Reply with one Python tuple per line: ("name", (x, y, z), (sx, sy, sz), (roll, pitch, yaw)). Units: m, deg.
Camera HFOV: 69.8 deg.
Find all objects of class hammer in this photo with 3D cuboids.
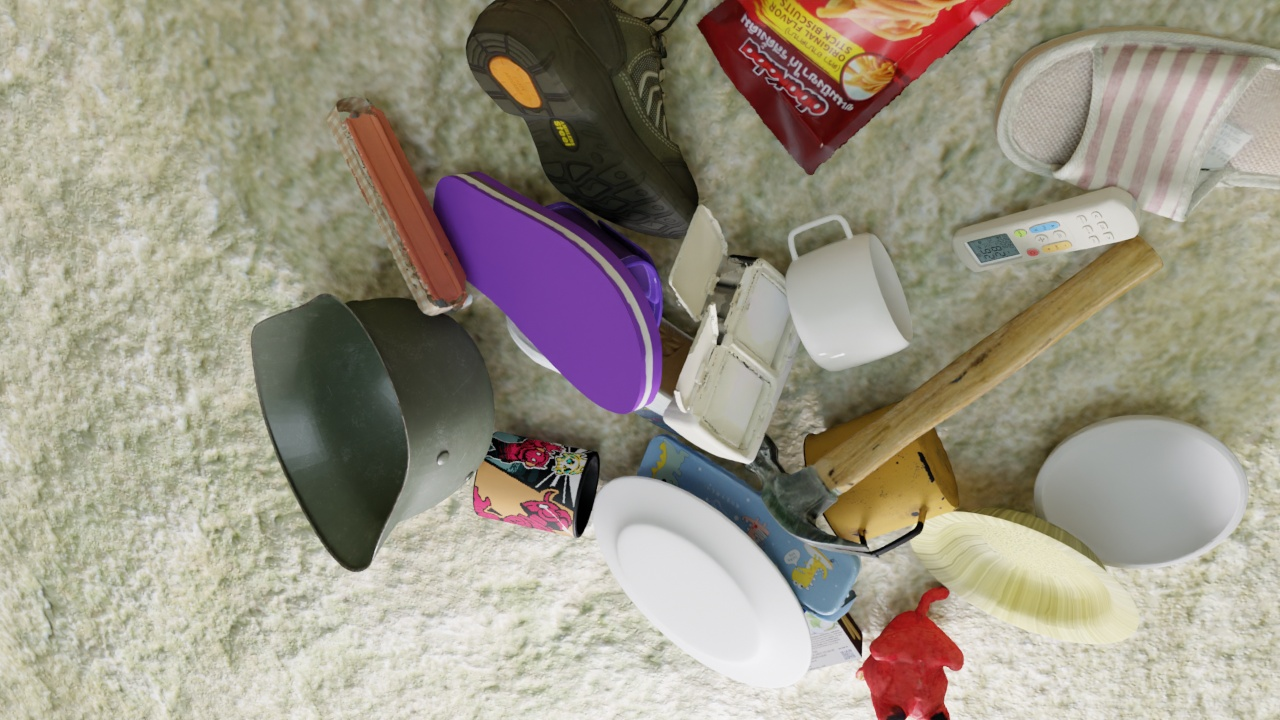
("hammer", (0.232, 0.023, 0.680), (0.331, 0.132, 0.033), (-38, 140, 11))

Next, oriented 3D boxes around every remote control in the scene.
("remote control", (0.282, -0.090, 0.646), (0.126, 0.018, 0.038), (-12, 133, 47))

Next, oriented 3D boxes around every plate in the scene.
("plate", (0.324, 0.170, 0.774), (0.184, 0.036, 0.185), (28, 153, 15))
("plate", (0.045, 0.206, 0.826), (0.243, 0.016, 0.243), (29, 140, 27))

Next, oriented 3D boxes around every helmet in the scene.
("helmet", (-0.213, 0.040, 0.795), (0.227, 0.153, 0.269), (56, 144, 16))

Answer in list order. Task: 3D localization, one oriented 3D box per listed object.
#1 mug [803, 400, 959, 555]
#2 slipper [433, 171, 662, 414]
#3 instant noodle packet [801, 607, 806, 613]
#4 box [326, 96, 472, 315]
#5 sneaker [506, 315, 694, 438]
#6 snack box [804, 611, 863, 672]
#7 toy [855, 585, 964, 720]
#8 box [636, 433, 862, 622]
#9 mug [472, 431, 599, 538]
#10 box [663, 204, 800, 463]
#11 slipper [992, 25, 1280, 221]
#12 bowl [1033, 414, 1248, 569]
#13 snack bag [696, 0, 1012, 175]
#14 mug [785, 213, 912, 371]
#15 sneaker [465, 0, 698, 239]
("mug", (0.199, 0.099, 0.745), (0.094, 0.123, 0.100), (-26, 130, 25))
("slipper", (-0.054, -0.071, 0.713), (0.266, 0.083, 0.107), (38, 132, 34))
("instant noodle packet", (0.102, 0.252, 0.879), (0.087, 0.026, 0.134), (24, 124, 8))
("box", (-0.195, -0.120, 0.734), (0.187, 0.056, 0.071), (63, 160, 0))
("sneaker", (-0.005, 0.005, 0.787), (0.235, 0.087, 0.079), (27, 157, 3))
("snack box", (0.127, 0.226, 0.894), (0.101, 0.031, 0.186), (-25, 110, 27))
("toy", (0.250, 0.270, 0.871), (0.088, 0.094, 0.133), (14, 95, -4))
("box", (0.096, 0.137, 0.792), (0.209, 0.072, 0.086), (31, 117, 25))
("mug", (-0.095, 0.126, 0.877), (0.098, 0.081, 0.118), (11, 149, 9))
("box", (0.062, -0.013, 0.664), (0.058, 0.144, 0.187), (15, 168, 32))
("slipper", (0.369, -0.149, 0.593), (0.263, 0.052, 0.115), (8, 120, 11))
("bowl", (0.394, 0.098, 0.735), (0.150, 0.043, 0.150), (9, 124, 13))
("snack bag", (0.150, -0.237, 0.614), (0.139, 0.066, 0.209), (43, 131, -17))
("mug", (0.151, -0.052, 0.687), (0.068, 0.094, 0.115), (-20, 105, 26))
("sneaker", (-0.020, -0.199, 0.657), (0.101, 0.142, 0.238), (9, 157, 34))
